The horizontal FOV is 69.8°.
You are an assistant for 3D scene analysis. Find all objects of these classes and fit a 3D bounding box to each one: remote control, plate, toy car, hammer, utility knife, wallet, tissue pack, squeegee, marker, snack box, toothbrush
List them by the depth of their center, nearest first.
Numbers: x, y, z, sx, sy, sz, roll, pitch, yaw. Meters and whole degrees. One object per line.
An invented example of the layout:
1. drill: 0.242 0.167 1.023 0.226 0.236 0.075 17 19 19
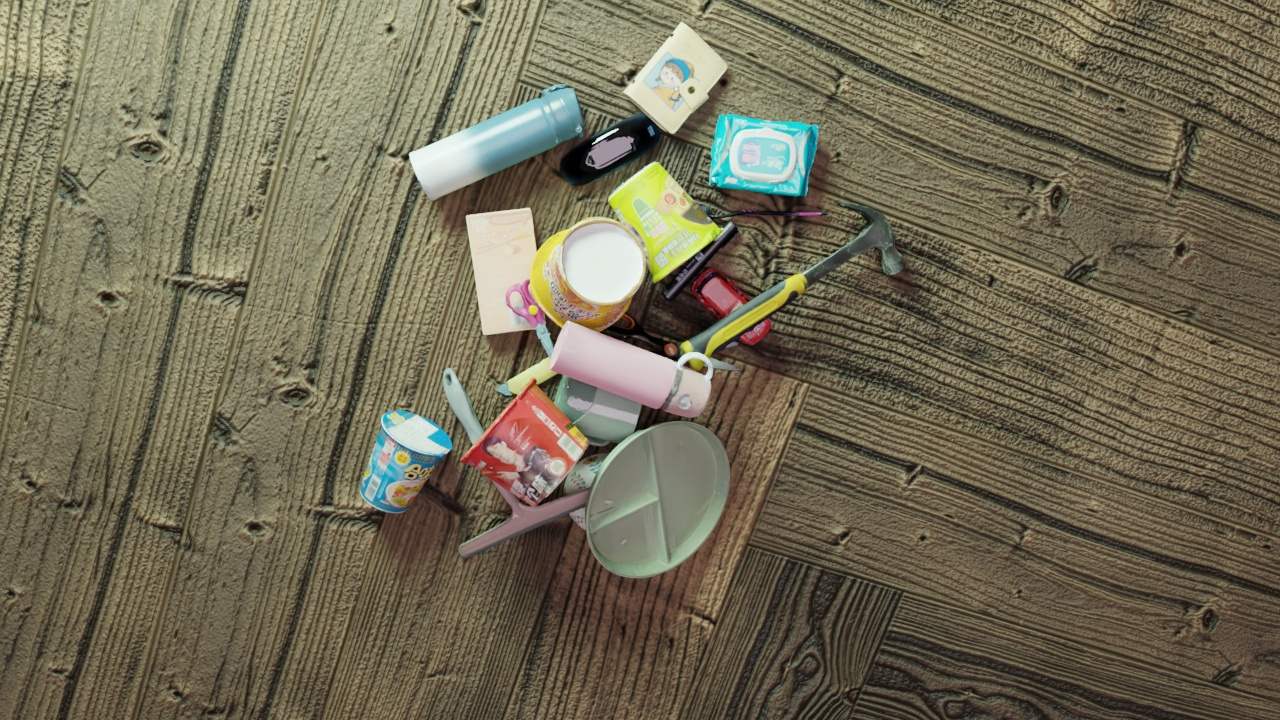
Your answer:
1. wallet: 0.047 -0.352 1.157 0.087 0.024 0.115 40 90 -9
2. remote control: -0.038 -0.268 1.169 0.136 0.024 0.053 -29 103 2
3. tissue pack: 0.157 -0.262 1.173 0.133 0.050 0.093 5 101 -6
4. hammer: 0.192 -0.094 1.191 0.323 0.032 0.126 -33 111 -7
5. snack box: -0.174 -0.115 1.191 0.084 0.026 0.157 -7 103 -4
6. toothbrush: 0.155 -0.196 1.208 0.189 0.014 0.018 -1 93 -5
7. marker: 0.079 -0.131 1.213 0.132 0.020 0.022 -47 125 5
8. toy car: 0.122 -0.070 1.218 0.120 0.045 0.053 41 98 -14
9. squeegee: -0.203 0.123 1.220 0.248 0.040 0.249 -27 94 20
10. plate: 0.022 0.184 1.228 0.229 0.027 0.230 -14 117 -30
11. utility knife: -0.119 0.005 1.228 0.166 0.018 0.031 -31 99 1

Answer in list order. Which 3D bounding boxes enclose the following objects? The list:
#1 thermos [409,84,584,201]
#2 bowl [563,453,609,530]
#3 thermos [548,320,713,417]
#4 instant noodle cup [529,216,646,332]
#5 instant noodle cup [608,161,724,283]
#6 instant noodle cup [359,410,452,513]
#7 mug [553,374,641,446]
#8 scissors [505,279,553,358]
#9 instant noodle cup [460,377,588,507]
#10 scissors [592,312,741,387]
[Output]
1. thermos: -0.174 -0.272 1.138 0.220 0.070 0.070 -24 103 0
2. bowl: -0.049 0.189 1.253 0.113 0.062 0.113 -1 103 -3
3. thermos: -0.007 0.007 1.139 0.198 0.067 0.087 20 112 -11
4. instant noodle cup: -0.059 -0.111 1.138 0.138 0.110 0.138 2 82 -17
5. instant noodle cup: 0.025 -0.179 1.157 0.112 0.111 0.123 -37 96 4
6. instant noodle cup: -0.316 0.138 1.207 0.099 0.099 0.110 28 106 -10
7. mug: -0.063 0.069 1.221 0.106 0.082 0.112 15 132 -8
8. scissors: -0.129 -0.042 1.191 0.056 0.017 0.133 -29 109 -15
9. instant noodle cup: -0.138 0.107 1.134 0.108 0.138 0.138 41 96 -4
10. scissors: 0.020 -0.026 1.214 0.228 0.022 0.190 -25 75 -25
